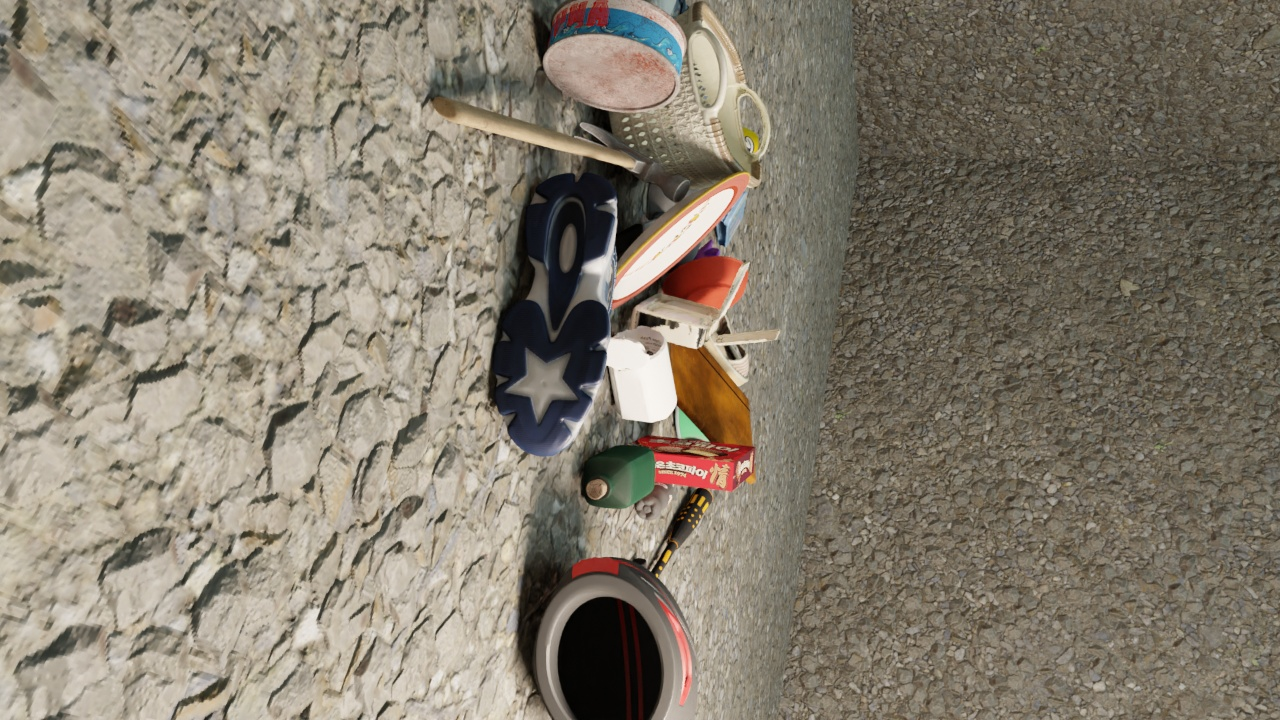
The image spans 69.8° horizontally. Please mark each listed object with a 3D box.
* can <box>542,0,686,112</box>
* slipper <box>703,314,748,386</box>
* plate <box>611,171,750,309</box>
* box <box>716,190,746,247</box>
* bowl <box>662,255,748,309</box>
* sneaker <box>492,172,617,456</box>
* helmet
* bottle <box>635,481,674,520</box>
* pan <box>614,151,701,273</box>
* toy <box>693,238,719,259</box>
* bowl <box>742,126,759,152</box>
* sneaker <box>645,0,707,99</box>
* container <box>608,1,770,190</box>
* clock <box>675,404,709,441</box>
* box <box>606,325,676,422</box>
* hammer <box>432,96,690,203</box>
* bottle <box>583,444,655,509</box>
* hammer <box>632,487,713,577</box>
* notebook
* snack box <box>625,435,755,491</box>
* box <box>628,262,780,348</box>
[{"bbox_3d":[-0.024,-0.286,0.863,0.130,0.130,0.044,44,53,-67],"label":"can"},{"bbox_3d":[0.136,-0.031,1.493,0.115,0.052,0.263,65,12,21],"label":"slipper"},{"bbox_3d":[0.031,-0.136,1.031,0.229,0.021,0.230,-40,174,-5],"label":"plate"},{"bbox_3d":[0.148,-0.227,1.480,0.209,0.049,0.066,33,68,-83],"label":"box"},{"bbox_3d":[0.093,-0.096,1.276,0.122,0.122,0.035,60,17,-60],"label":"bowl"},{"bbox_3d":[-0.064,-0.034,0.878,0.132,0.103,0.269,62,33,-70],"label":"sneaker"},{"bbox_3d":[-0.022,0.322,0.975,0.169,0.164,0.264,-19,103,-83],"label":"helmet"},{"bbox_3d":[0.025,0.191,1.287,0.109,0.036,0.036,-33,126,-68],"label":"bottle"},{"bbox_3d":[0.028,-0.181,1.192,0.356,0.041,0.179,-44,136,-64],"label":"pan"},{"bbox_3d":[0.089,-0.130,1.346,0.106,0.056,0.088,-50,-149,36],"label":"toy"},{"bbox_3d":[0.112,-0.298,1.349,0.118,0.067,0.117,-49,-153,35],"label":"bowl"},{"bbox_3d":[0.057,-0.399,1.164,0.235,0.079,0.087,55,42,-63],"label":"sneaker"},{"bbox_3d":[0.058,-0.289,1.058,0.246,0.143,0.184,1,79,-71],"label":"container"},{"bbox_3d":[0.102,0.097,1.432,0.121,0.075,0.161,-1,92,-71],"label":"clock"},{"bbox_3d":[-0.006,0.007,1.080,0.111,0.085,0.163,-53,143,-46],"label":"box"},{"bbox_3d":[-0.071,-0.194,0.829,0.330,0.119,0.031,-11,133,-61],"label":"hammer"},{"bbox_3d":[-0.030,0.138,1.066,0.131,0.061,0.061,-12,103,-71],"label":"bottle"},{"bbox_3d":[0.050,0.284,1.402,0.319,0.036,0.123,-44,136,-61],"label":"hammer"},{"bbox_3d":[0.094,0.040,1.309,0.249,0.014,0.178,48,29,-36],"label":"notebook"},{"bbox_3d":[0.061,0.131,1.195,0.132,0.152,0.036,-10,104,-71],"label":"snack box"},{"bbox_3d":[0.082,-0.070,1.167,0.145,0.186,0.095,-46,130,-73],"label":"box"}]
